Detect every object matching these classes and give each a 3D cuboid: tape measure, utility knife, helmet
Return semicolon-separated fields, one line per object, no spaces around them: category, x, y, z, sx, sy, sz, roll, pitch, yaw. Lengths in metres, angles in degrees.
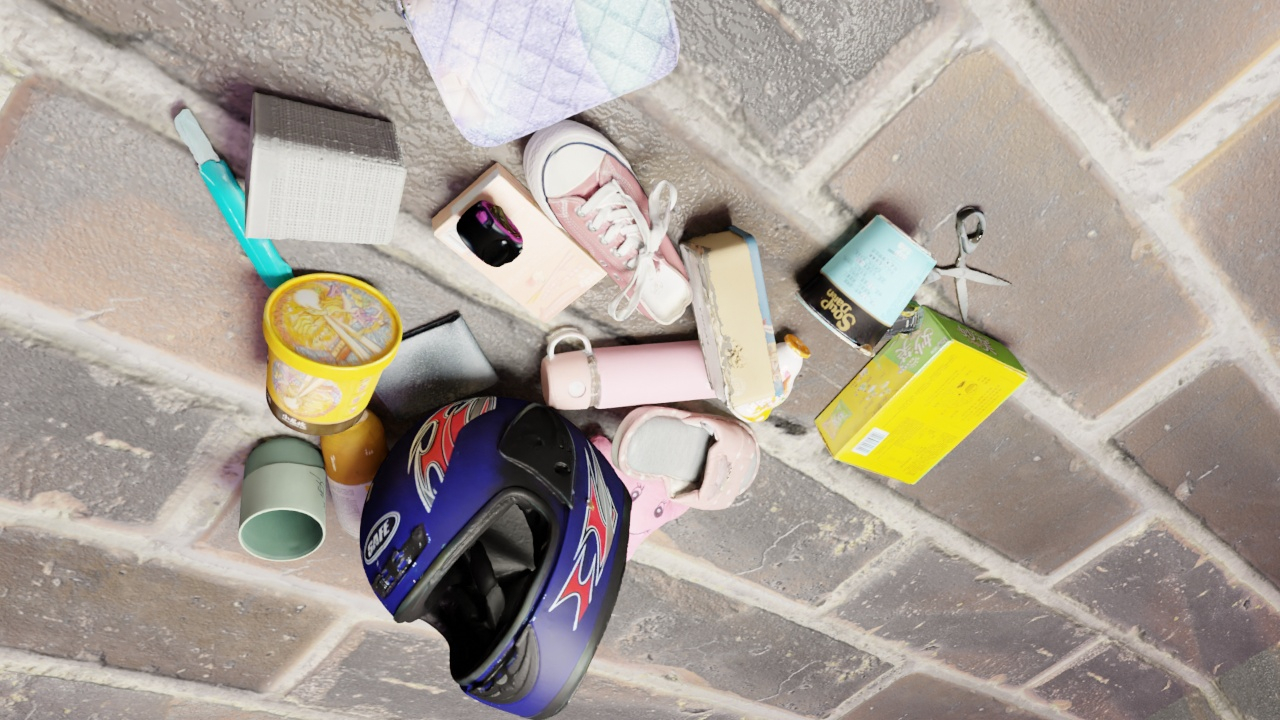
tape measure;-0.129;-0.111;0.798;0.039;0.057;0.058;-42;89;13
utility knife;-0.340;-0.127;0.780;0.029;0.013;0.197;-16;137;-4
helmet;-0.156;0.174;0.913;0.240;0.314;0.248;29;119;-15

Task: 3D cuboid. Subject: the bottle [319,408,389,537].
bottle;-0.299;0.110;0.973;0.068;0.068;0.190;-7;133;-13

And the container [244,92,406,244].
container;-0.255;-0.149;0.739;0.114;0.090;0.090;4;130;-26

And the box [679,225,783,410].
box;0.089;-0.048;0.914;0.064;0.089;0.184;-14;111;-7

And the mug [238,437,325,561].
mug;-0.368;0.150;0.960;0.082;0.106;0.112;-12;133;-9

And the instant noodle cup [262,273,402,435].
instant noodle cup;-0.291;0.000;0.849;0.118;0.118;0.115;7;136;-24

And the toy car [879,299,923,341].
toy car;0.277;-0.045;1.048;0.091;0.036;0.043;-14;135;-7

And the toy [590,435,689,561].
toy;-0.011;0.153;1.106;0.178;0.074;0.194;-42;130;3

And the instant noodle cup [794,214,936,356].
instant noodle cup;0.242;-0.083;0.961;0.111;0.111;0.121;27;111;-35

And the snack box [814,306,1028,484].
snack box;0.344;0.049;1.133;0.157;0.070;0.211;19;122;-32

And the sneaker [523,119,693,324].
sneaker;-0.013;-0.114;0.834;0.118;0.088;0.241;-41;129;-4

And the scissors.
scissors;0.360;-0.100;1.043;0.159;0.014;0.181;-14;135;-6

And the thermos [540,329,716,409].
thermos;-0.006;0.006;0.985;0.198;0.067;0.087;-3;106;-14

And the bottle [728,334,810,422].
bottle;0.145;0.019;1.044;0.063;0.063;0.109;22;121;-33

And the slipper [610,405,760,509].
slipper;0.069;0.114;1.061;0.274;0.054;0.114;23;94;-50

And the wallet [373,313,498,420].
wallet;-0.220;0.008;0.944;0.121;0.019;0.097;-22;132;3

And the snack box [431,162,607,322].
snack box;-0.112;-0.107;0.867;0.084;0.026;0.157;-37;132;15

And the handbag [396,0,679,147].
handbag;-0.075;-0.259;0.709;0.194;0.075;0.134;-22;130;-1
